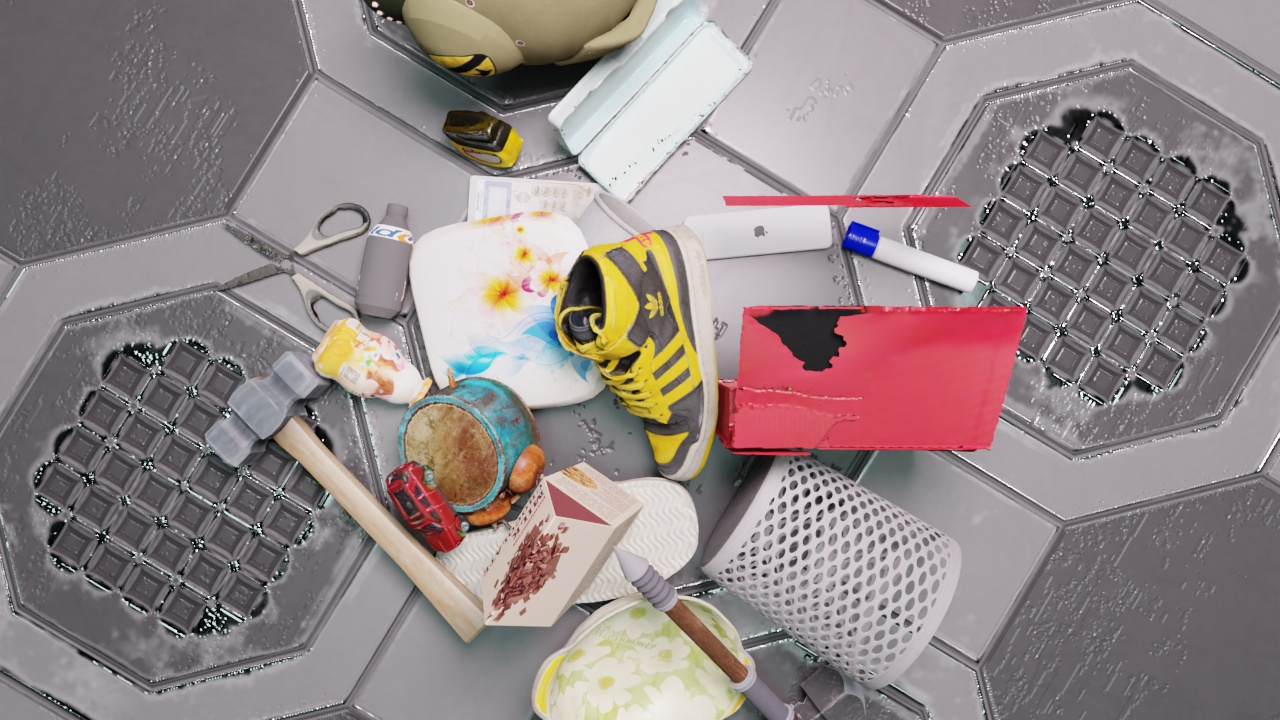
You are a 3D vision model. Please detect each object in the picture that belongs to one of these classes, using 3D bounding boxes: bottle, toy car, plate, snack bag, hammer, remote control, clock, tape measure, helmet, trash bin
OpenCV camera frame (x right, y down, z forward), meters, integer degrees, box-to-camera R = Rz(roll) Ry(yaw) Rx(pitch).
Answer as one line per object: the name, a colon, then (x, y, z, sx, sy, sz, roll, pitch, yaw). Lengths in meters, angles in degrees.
bottle: (-0.245, -0.096, 0.887, 0.047, 0.047, 0.112, 11, 89, -1)
toy car: (-0.194, 0.134, 0.833, 0.042, 0.036, 0.091, -29, 102, 32)
plate: (-0.127, -0.039, 0.859, 0.187, 0.016, 0.187, -7, 104, 17)
snack bag: (-0.067, 0.151, 0.753, 0.070, 0.206, 0.094, 34, 95, 9)
hammer: (-0.263, 0.139, 0.871, 0.323, 0.051, 0.117, 45, 91, 3)
remote control: (0.116, -0.127, 0.913, 0.146, 0.008, 0.045, -6, 89, -1)
clock: (-0.146, 0.090, 0.859, 0.157, 0.073, 0.121, 47, 118, 5)
hammer: (0.072, 0.265, 0.824, 0.156, 0.043, 0.322, -41, 116, -1)
remote control: (-0.102, -0.153, 0.908, 0.136, 0.011, 0.050, 3, 89, -1)
bottle: (-0.255, 0.007, 0.879, 0.109, 0.063, 0.063, 33, 89, -15)
tape measure: (-0.148, -0.215, 0.882, 0.066, 0.064, 0.037, 14, 80, 31)
helmet: (-0.094, -0.358, 0.778, 0.233, 0.255, 0.250, 9, 90, 2)
trash bin: (0.167, 0.180, 0.840, 0.183, 0.156, 0.156, 33, 89, 2)

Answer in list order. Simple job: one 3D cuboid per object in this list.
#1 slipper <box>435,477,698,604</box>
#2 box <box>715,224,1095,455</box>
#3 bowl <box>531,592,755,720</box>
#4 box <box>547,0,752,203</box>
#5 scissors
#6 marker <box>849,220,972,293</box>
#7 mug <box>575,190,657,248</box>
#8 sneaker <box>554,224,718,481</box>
slipper: (-0.071, 0.178, 0.886, 0.263, 0.052, 0.115, -16, 86, 9)
box: (0.177, 0.024, 0.735, 0.211, 0.379, 0.123, 0, 72, 0)
bowl: (-0.002, 0.286, 0.859, 0.219, 0.060, 0.189, 9, 107, -24)
box: (0.012, -0.260, 0.878, 0.122, 0.078, 0.197, 43, 87, -19)
scissors: (-0.331, -0.097, 0.901, 0.170, 0.012, 0.157, 43, 87, -1)
marker: (0.267, -0.102, 0.908, 0.133, 0.023, 0.027, 20, 67, -1)
mug: (-0.017, -0.105, 0.876, 0.071, 0.113, 0.084, -51, 48, 18)
sneaker: (-0.005, 0.005, 0.810, 0.122, 0.086, 0.239, -10, 106, -27)
